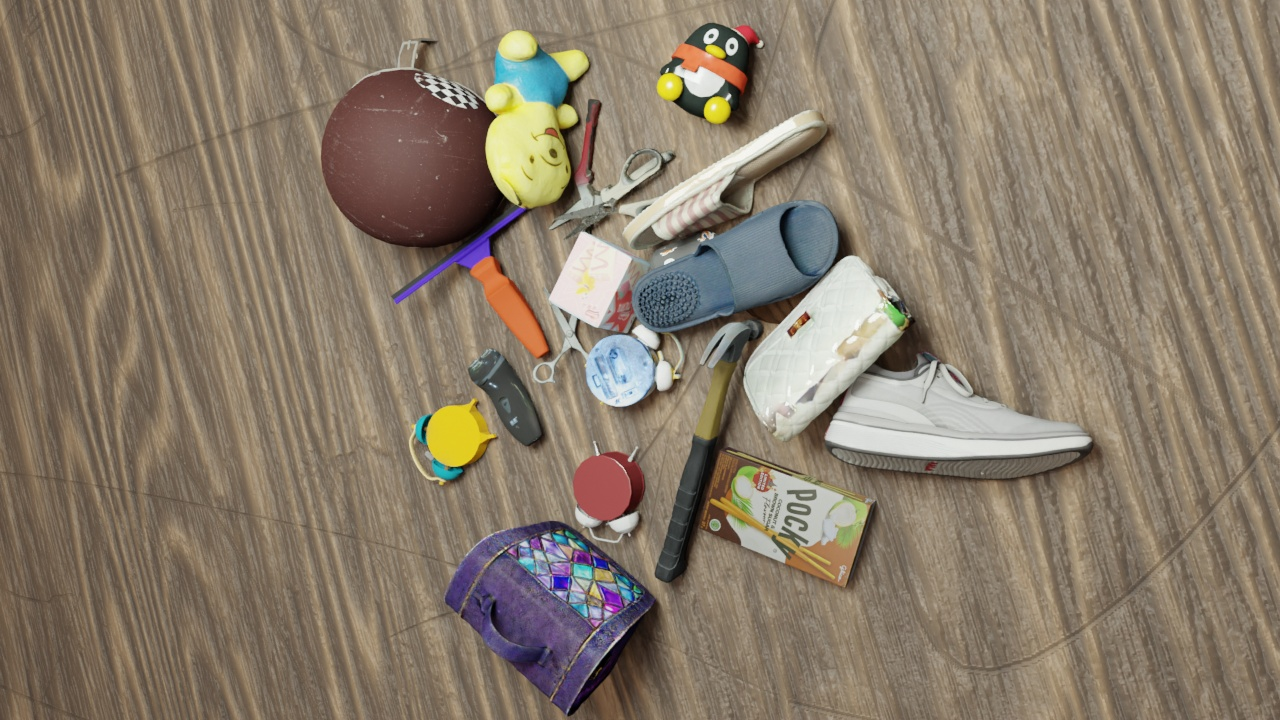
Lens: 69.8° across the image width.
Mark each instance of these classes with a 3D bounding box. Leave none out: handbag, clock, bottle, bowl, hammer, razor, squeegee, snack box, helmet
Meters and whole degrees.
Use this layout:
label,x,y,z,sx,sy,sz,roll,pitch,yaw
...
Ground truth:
label,x,y,z,sx,sy,sz,roll,pitch,yaw
handbag,-0.113,0.308,1.120,0.205,0.221,0.126,36,108,20
clock,-0.007,0.007,1.140,0.125,0.052,0.089,-23,83,15
clock,-0.266,0.111,1.282,0.130,0.043,0.099,-32,79,17
bottle,0.066,-0.127,1.102,0.113,0.047,0.047,-19,85,26
bowl,0.156,-0.102,1.068,0.119,0.032,0.119,2,94,26
hammer,0.071,0.113,1.091,0.025,0.117,0.333,22,108,25
razor,-0.180,0.051,1.223,0.053,0.063,0.140,-39,76,23
squeegee,-0.179,-0.082,1.218,0.250,0.055,0.184,-35,80,4
snack box,0.169,0.181,1.080,0.186,0.031,0.101,19,101,24
helmet,-0.284,-0.268,1.183,0.234,0.252,0.234,27,115,14
clock,-0.041,0.170,1.175,0.087,0.044,0.124,5,96,25
handbag,0.194,-0.016,0.993,0.072,0.138,0.195,32,112,-23
snack box,-0.043,-0.093,1.127,0.079,0.093,0.095,30,98,21

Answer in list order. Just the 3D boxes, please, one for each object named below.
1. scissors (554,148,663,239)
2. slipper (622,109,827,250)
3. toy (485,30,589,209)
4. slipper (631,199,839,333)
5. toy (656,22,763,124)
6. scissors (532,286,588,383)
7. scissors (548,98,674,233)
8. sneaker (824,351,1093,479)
label,x,y,z,sx,sy,sz,roll,pitch,yaw
scissors,-0.028,-0.204,1.144,0.163,0.012,0.154,16,109,12
slipper,0.099,-0.193,1.047,0.263,0.115,0.052,-31,81,18
toy,-0.136,-0.289,1.129,0.084,0.148,0.214,3,91,35
slipper,0.096,-0.092,1.027,0.264,0.082,0.101,-22,97,28
toy,0.082,-0.337,1.053,0.097,0.099,0.119,26,99,0
scissors,-0.079,-0.022,1.189,0.165,0.014,0.141,32,86,3
scissors,-0.040,-0.233,1.164,0.180,0.015,0.199,3,96,26
sneaker,0.333,0.054,0.970,0.263,0.097,0.128,4,72,16
